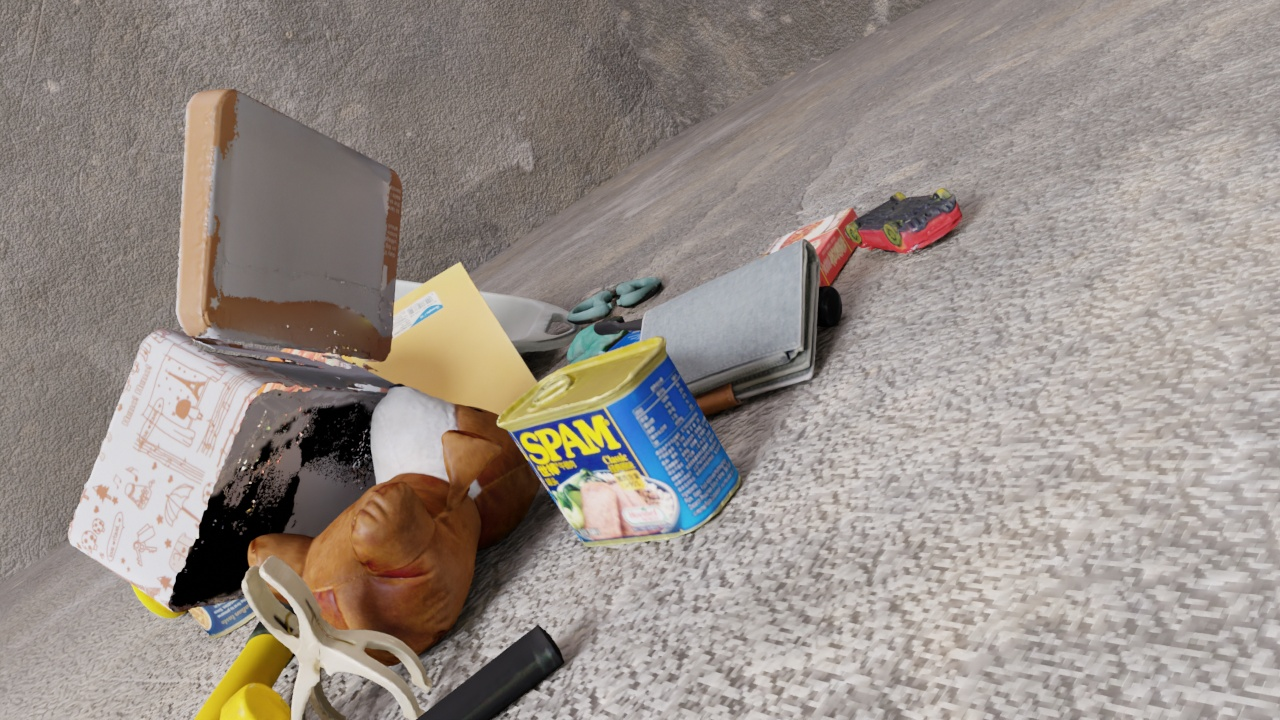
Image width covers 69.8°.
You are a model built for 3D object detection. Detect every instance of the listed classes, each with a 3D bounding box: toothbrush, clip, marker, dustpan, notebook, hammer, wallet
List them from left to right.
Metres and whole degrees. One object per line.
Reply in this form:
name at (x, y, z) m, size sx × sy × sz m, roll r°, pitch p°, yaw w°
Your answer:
hammer at (-0.221, 0.172, 0.542) m, size 0.129 × 0.033 × 0.300 m, roll -41°, pitch 11°, yaw 4°
clip at (-0.131, 0.134, 0.416) m, size 0.096 × 0.101 × 0.035 m, roll -4°, pitch 13°, yaw -1°
marker at (-0.089, 0.156, 0.373) m, size 0.132 × 0.020 × 0.022 m, roll -35°, pitch 3°, yaw -13°
notebook at (-0.185, 0.010, 0.833) m, size 0.146 × 0.010 × 0.206 m, roll -34°, pitch 55°, yaw -5°
dustpan at (-0.207, -0.052, 0.997) m, size 0.143 × 0.257 × 0.222 m, roll -53°, pitch 9°, yaw 15°
toothbrush at (0.044, -0.030, 0.649) m, size 0.213 × 0.026 × 0.027 m, roll -3°, pitch 31°, yaw 44°
wallet at (0.053, -0.011, 0.579) m, size 0.130 × 0.037 × 0.106 m, roll -22°, pitch 42°, yaw 35°

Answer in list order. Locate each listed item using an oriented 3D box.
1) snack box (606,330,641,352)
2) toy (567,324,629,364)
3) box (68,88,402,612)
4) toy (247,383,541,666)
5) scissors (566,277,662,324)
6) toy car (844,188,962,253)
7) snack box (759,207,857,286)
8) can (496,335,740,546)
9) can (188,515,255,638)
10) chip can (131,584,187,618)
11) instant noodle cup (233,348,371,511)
snack box at (-0.004, 0.004, 0.703) m, size 0.156 × 0.026 × 0.085 m, roll -41°, pitch 18°, yaw -33°
toy at (-0.043, -0.011, 0.839) m, size 0.096 × 0.030 × 0.092 m, roll -43°, pitch 15°, yaw -19°
box at (-0.205, -0.005, 0.538) m, size 0.261 × 0.103 × 0.178 m, roll -69°, pitch -17°, yaw 1°
toy at (-0.126, 0.079, 0.533) m, size 0.140 × 0.130 × 0.199 m, roll -21°, pitch 8°, yaw 28°
scissors at (-0.047, -0.065, 1.029) m, size 0.129 × 0.019 × 0.185 m, roll -25°, pitch 12°, yaw -15°
toy car at (0.182, -0.095, 0.643) m, size 0.049 × 0.031 × 0.106 m, roll -32°, pitch 15°, yaw -6°
snack box at (0.115, -0.067, 0.700) m, size 0.075 × 0.025 × 0.152 m, roll -21°, pitch 17°, yaw 38°
can at (-0.011, 0.044, 0.462) m, size 0.102 × 0.083 × 0.057 m, roll -17°, pitch 19°, yaw 46°
can at (-0.343, 0.154, 0.731) m, size 0.075 × 0.111 × 0.075 m, roll -30°, pitch 14°, yaw 8°
chip can at (-0.354, 0.154, 0.839) m, size 0.213 × 0.072 × 0.072 m, roll -30°, pitch 14°, yaw 4°
instant noodle cup at (-0.261, 0.075, 0.720) m, size 0.152 × 0.111 × 0.151 m, roll -21°, pitch 41°, yaw 19°
